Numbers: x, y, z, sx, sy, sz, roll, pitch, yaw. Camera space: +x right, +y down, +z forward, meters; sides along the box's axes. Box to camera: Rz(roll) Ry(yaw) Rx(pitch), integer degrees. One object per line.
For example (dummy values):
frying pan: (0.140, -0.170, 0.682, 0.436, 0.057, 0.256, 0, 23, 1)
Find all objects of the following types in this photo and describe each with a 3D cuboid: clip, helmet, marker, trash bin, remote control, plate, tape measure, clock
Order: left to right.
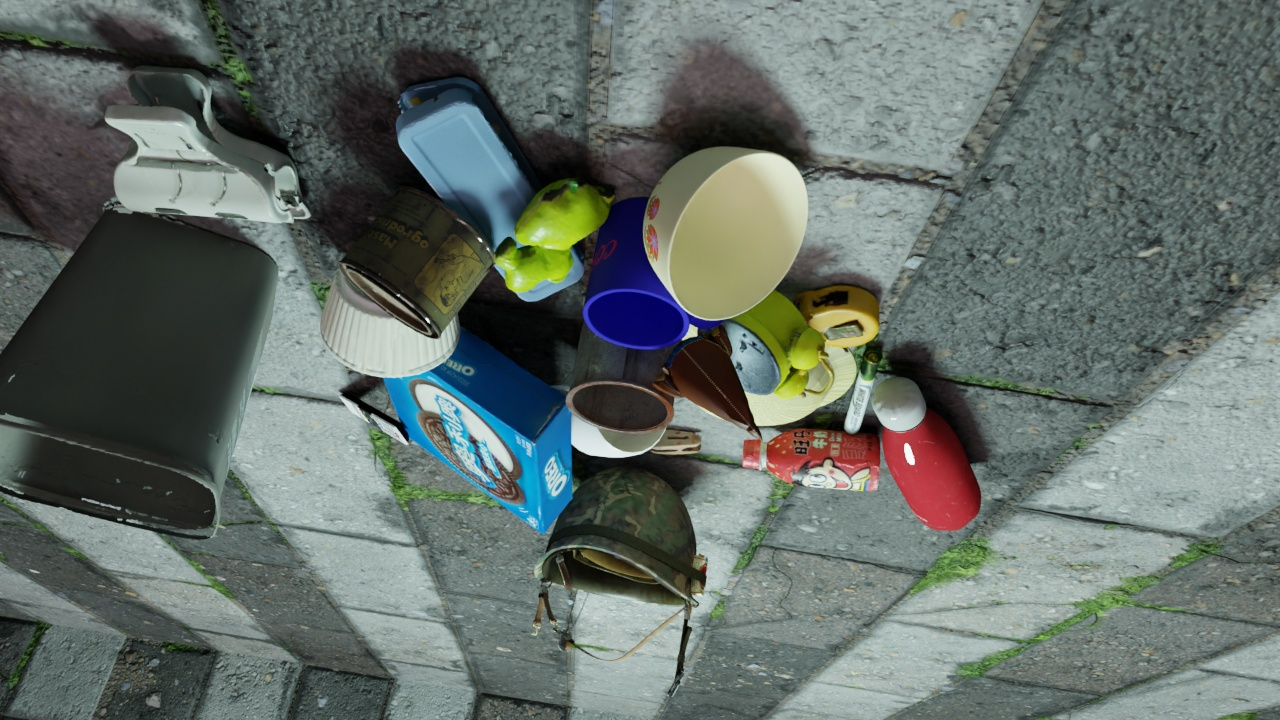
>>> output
trash bin: (-0.429, 0.009, 0.797, 0.197, 0.219, 0.198, 19, 148, -16)
clip: (-0.327, -0.139, 0.671, 0.125, 0.089, 0.151, 4, 160, 3)
remote control: (-0.290, 0.061, 1.000, 0.124, 0.011, 0.028, 19, 146, 43)
helmet: (-0.021, 0.251, 1.075, 0.193, 0.235, 0.224, 2, 139, 21)
clip: (0.038, 0.090, 1.005, 0.061, 0.025, 0.049, -20, 144, 28)
plate: (0.106, 0.022, 0.856, 0.184, 0.036, 0.185, 7, 150, 4)
clock: (0.103, -0.009, 0.743, 0.119, 0.057, 0.083, 37, 152, 15)
tape measure: (0.166, -0.034, 0.753, 0.059, 0.030, 0.068, -13, 144, 36)
marker: (0.209, 0.032, 0.864, 0.017, 0.017, 0.147, 5, 150, 7)

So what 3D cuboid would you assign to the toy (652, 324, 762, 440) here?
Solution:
toy: (0.062, 0.026, 0.714, 0.070, 0.103, 0.090, -41, 164, 1)

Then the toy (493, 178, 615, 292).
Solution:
toy: (-0.063, -0.093, 0.672, 0.094, 0.036, 0.094, -21, 145, -26)

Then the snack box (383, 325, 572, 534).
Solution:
snack box: (-0.158, 0.056, 0.887, 0.195, 0.056, 0.239, 32, 154, 14)

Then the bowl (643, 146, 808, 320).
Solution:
bowl: (0.045, -0.096, 0.626, 0.074, 0.118, 0.118, 40, 175, 43)

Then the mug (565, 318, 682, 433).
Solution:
mug: (-0.005, 0.005, 0.789, 0.096, 0.110, 0.123, 2, 150, 21)

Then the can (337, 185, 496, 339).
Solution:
can: (-0.164, -0.070, 0.676, 0.090, 0.074, 0.090, 31, 164, 10)

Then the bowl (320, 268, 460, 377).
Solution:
bowl: (-0.205, -0.049, 0.759, 0.115, 0.115, 0.063, 12, 134, -5)

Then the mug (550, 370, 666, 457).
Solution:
mug: (-0.035, 0.041, 0.858, 0.115, 0.094, 0.068, 20, 166, -32)

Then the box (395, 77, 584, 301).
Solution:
box: (-0.105, -0.126, 0.683, 0.067, 0.052, 0.210, -23, 145, 8)

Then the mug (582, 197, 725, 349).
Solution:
mug: (0.018, -0.061, 0.693, 0.111, 0.083, 0.079, 13, 150, -6)

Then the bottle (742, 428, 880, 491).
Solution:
bottle: (0.175, 0.101, 0.946, 0.138, 0.061, 0.062, 2, 149, 10)

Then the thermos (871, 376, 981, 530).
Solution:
thermos: (0.274, 0.090, 0.889, 0.073, 0.073, 0.240, -8, 145, 27)
